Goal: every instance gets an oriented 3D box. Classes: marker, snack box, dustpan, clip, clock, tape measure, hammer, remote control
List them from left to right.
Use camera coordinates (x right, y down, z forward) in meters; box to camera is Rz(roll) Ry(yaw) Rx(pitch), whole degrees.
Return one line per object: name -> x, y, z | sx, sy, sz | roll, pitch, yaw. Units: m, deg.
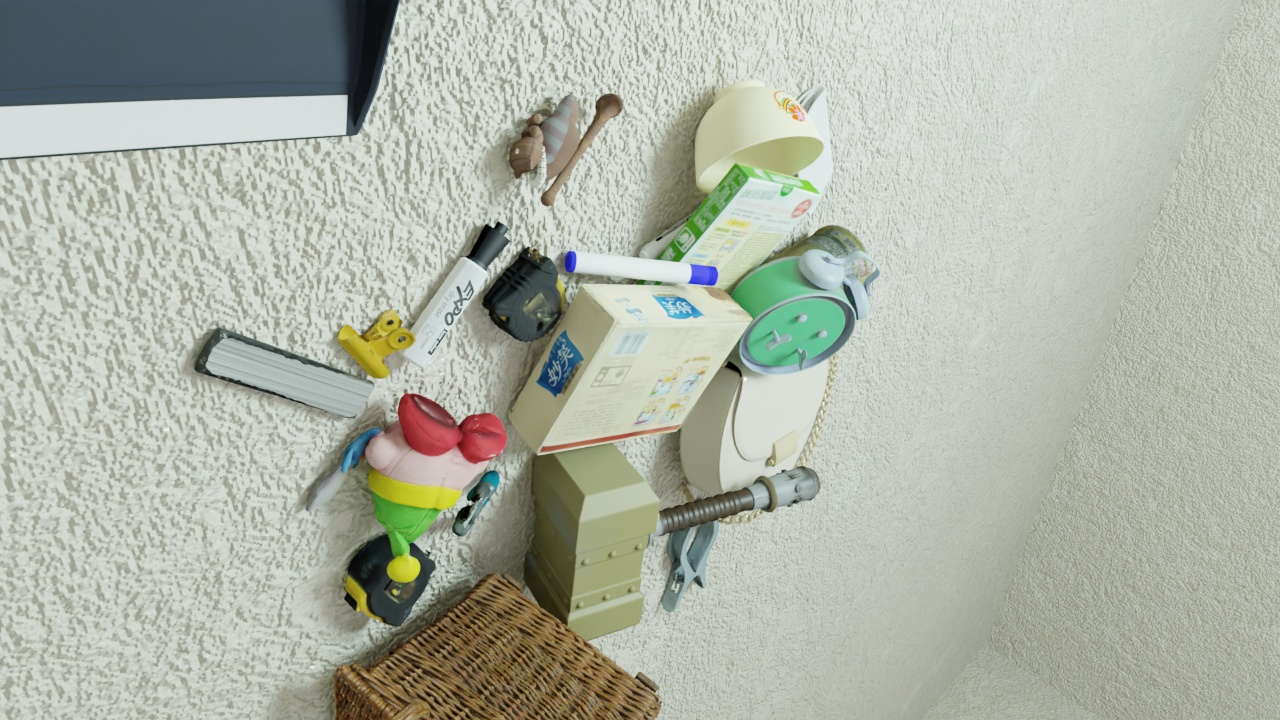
dustpan -> -0.211, -0.222, 0.429 | 0.235, 0.080, 0.274 | -19, 129, -44
remote control -> -0.240, 0.011, 0.629 | 0.033, 0.013, 0.136 | -59, 147, 1
clip -> -0.186, -0.012, 0.664 | 0.046, 0.035, 0.053 | -42, 141, -12
tape measure -> -0.211, 0.183, 0.771 | 0.071, 0.042, 0.072 | -53, 143, -4
marker -> -0.140, -0.052, 0.697 | 0.126, 0.025, 0.025 | -56, 146, -5
tape measure -> -0.092, -0.047, 0.750 | 0.067, 0.038, 0.063 | -48, 145, -17
snack box -> -0.005, 0.005, 0.853 | 0.207, 0.055, 0.154 | -4, 134, -51
marker -> 0.002, -0.081, 0.810 | 0.141, 0.020, 0.020 | 3, 115, -25
clip -> 0.054, 0.254, 1.174 | 0.107, 0.028, 0.163 | -27, 134, -36
marker -> 0.047, -0.131, 0.882 | 0.133, 0.020, 0.017 | -37, 136, -27
hammer -> 0.052, 0.161, 0.955 | 0.324, 0.100, 0.191 | -10, 124, -28
snack box -> 0.080, -0.110, 0.877 | 0.131, 0.027, 0.168 | -2, 141, -50
clock -> 0.168, -0.052, 0.928 | 0.162, 0.075, 0.122 | -35, 138, 24

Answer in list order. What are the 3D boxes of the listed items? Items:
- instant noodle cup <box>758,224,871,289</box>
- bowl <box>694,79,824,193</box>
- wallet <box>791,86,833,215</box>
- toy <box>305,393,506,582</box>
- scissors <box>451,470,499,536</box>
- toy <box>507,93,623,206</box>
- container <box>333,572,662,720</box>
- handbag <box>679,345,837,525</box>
instant noodle cup -> 0.188, -0.091, 1.031 | 0.108, 0.102, 0.102 | -20, 131, -32
bowl -> 0.098, -0.209, 0.829 | 0.117, 0.118, 0.074 | -2, 75, -51
wallet -> 0.174, -0.220, 0.969 | 0.086, 0.032, 0.116 | -54, 145, -27
toy -> -0.177, 0.097, 0.712 | 0.132, 0.096, 0.124 | -48, 143, 19
scissors -> -0.140, 0.120, 0.776 | 0.123, 0.019, 0.148 | -54, -175, 32
toy -> -0.061, -0.168, 0.694 | 0.055, 0.042, 0.101 | 36, 73, -17
container -> -0.117, 0.327, 0.815 | 0.182, 0.250, 0.163 | -41, 158, -43
handbag -> 0.133, 0.063, 1.081 | 0.210, 0.103, 0.209 | -25, 125, -40
